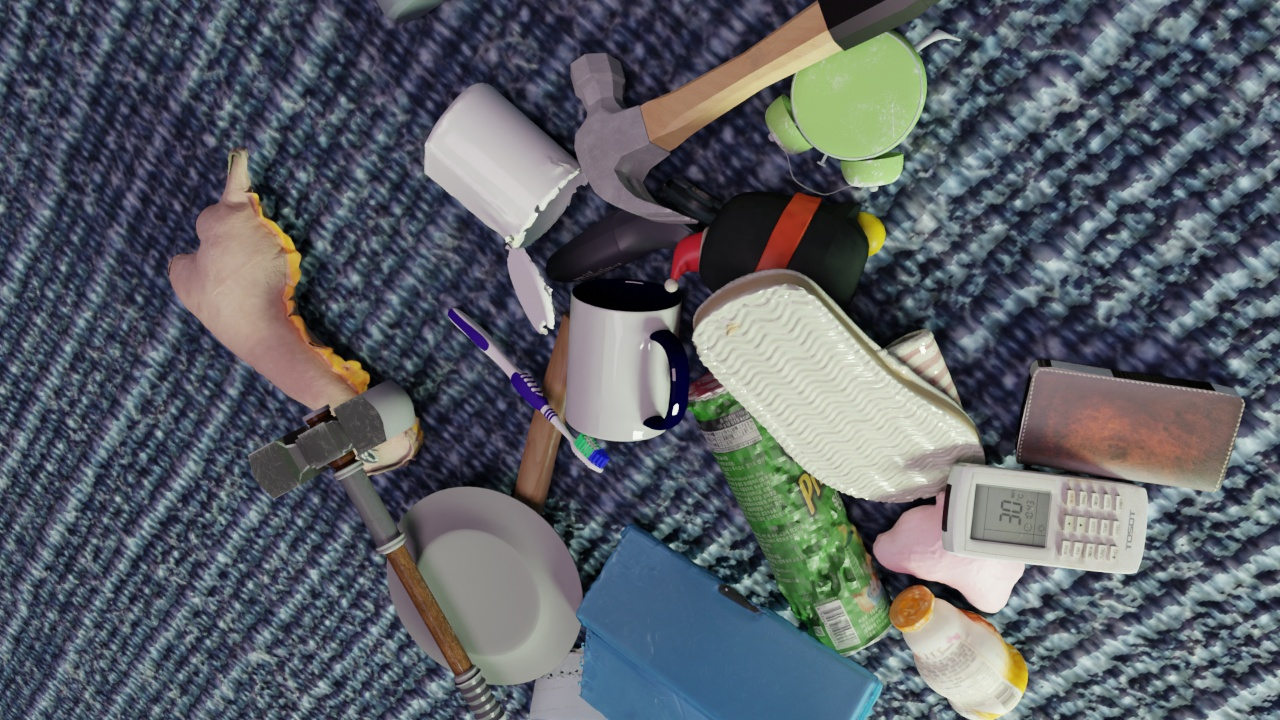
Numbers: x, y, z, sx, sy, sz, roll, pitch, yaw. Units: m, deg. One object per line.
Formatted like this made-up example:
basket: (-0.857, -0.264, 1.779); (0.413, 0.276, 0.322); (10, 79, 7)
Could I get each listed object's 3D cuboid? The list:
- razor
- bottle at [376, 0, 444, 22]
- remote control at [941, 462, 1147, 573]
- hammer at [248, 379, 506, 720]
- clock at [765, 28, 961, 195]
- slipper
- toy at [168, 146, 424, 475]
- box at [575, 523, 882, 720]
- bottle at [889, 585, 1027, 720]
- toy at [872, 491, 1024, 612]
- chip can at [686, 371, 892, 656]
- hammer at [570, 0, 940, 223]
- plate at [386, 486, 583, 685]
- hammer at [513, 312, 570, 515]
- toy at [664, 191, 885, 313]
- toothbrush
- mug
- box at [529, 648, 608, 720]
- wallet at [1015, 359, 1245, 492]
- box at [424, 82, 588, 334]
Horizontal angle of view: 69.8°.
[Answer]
razor: (-0.008, -0.086, 0.654); (0.143, 0.047, 0.052); (-23, 76, 28)
bottle: (-0.183, -0.321, 0.625); (0.072, 0.046, 0.161); (-26, 99, 25)
remote control: (0.265, 0.104, 0.603); (0.138, 0.025, 0.060); (7, 88, -7)
hammer: (-0.184, 0.182, 0.746); (0.156, 0.043, 0.322); (-26, 96, 21)
clock: (0.133, -0.162, 0.575); (0.094, 0.042, 0.119); (28, 116, 9)
slipper: (0.132, 0.016, 0.579); (0.115, 0.052, 0.263); (-30, 134, 29)
toy: (-0.274, -0.024, 0.758); (0.264, 0.065, 0.197); (40, 122, 0)
box: (0.045, 0.245, 0.677); (0.232, 0.066, 0.173); (25, 100, 36)
bottle: (0.224, 0.206, 0.656); (0.063, 0.063, 0.108); (-37, 109, 26)
toy: (0.224, 0.126, 0.642); (0.102, 0.050, 0.093); (20, 113, 2)
chip can: (0.111, 0.106, 0.664); (0.076, 0.075, 0.223); (-23, 101, 25)
hammer: (0.097, -0.187, 0.534); (0.329, 0.039, 0.131); (-24, 73, 31)
plate: (-0.133, 0.190, 0.759); (0.178, 0.012, 0.178); (4, 104, 16)
hammer: (-0.092, 0.113, 0.756); (0.098, 0.052, 0.329); (20, 111, 11)
toy: (0.086, -0.066, 0.594); (0.119, 0.099, 0.098); (27, 117, 7)
toothbrush: (-0.089, 0.018, 0.706); (0.186, 0.015, 0.016); (44, 110, 21)
mug: (-0.004, 0.004, 0.652); (0.112, 0.078, 0.097); (31, 123, 49)
box: (0.003, 0.288, 0.785); (0.199, 0.085, 0.096); (-8, 76, 21)
wallet: (0.314, 0.043, 0.598); (0.123, 0.019, 0.072); (9, 112, 16)
box: (-0.089, -0.105, 0.641); (0.160, 0.118, 0.085); (39, 154, 1)
